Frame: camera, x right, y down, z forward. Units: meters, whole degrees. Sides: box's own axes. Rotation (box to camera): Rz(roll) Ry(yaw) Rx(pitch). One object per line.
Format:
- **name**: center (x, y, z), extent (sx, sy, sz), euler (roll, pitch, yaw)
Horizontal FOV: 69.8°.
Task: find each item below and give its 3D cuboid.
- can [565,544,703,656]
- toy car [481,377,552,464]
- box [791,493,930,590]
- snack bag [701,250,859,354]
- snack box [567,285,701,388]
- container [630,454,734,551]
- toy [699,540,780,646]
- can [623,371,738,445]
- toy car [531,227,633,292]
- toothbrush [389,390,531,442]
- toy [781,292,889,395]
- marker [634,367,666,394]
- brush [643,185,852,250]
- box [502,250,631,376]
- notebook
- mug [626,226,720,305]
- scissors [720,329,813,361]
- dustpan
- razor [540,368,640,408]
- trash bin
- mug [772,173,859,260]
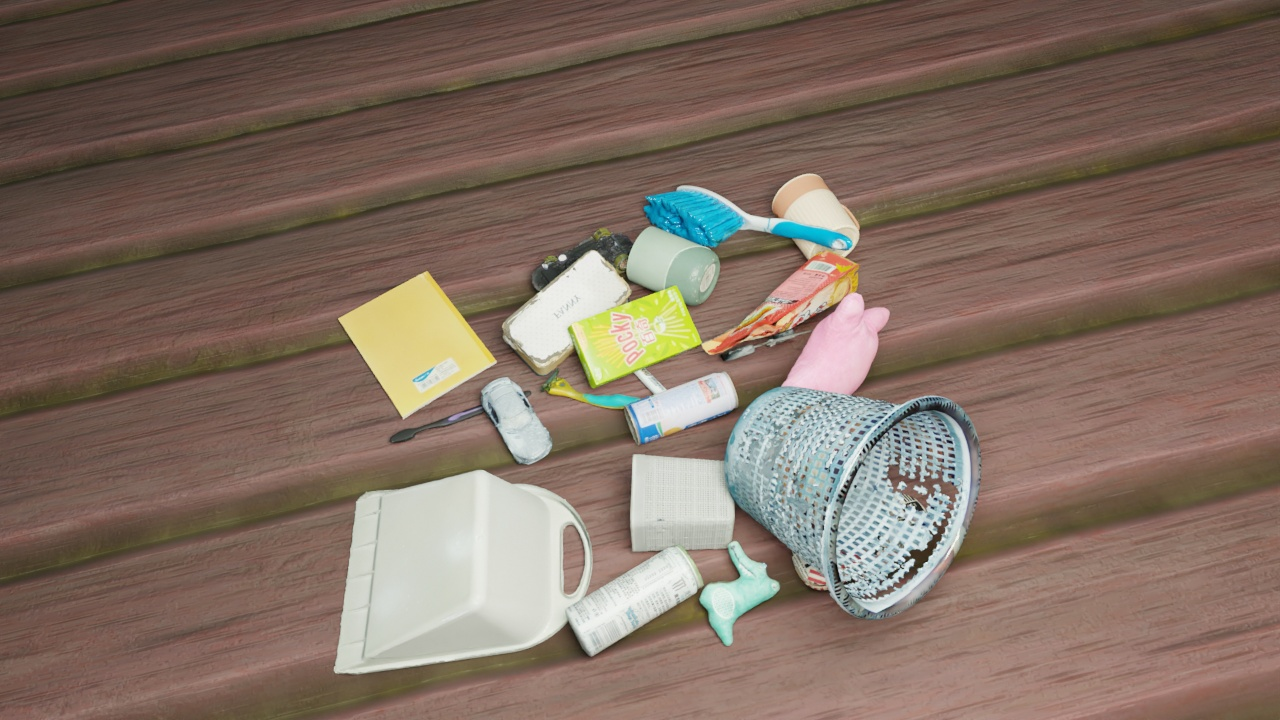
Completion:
- **can**: center (-0.007, 0.260, 0.999), extent (0.146, 0.058, 0.058), euler (-28, 57, -14)
- **toy car**: center (-0.157, 0.075, 1.157), extent (0.054, 0.037, 0.120), euler (-28, 64, -15)
- **box**: center (0.245, 0.199, 1.020), extent (0.164, 0.056, 0.070), euler (-24, 72, -12)
- **snack bag**: center (0.185, -0.069, 1.165), extent (0.207, 0.129, 0.073), euler (-32, 96, -33)
- **snack box**: center (-0.007, -0.031, 1.180), extent (0.156, 0.026, 0.085), euler (-21, 85, -19)
- **container**: center (0.048, 0.164, 1.044), extent (0.114, 0.090, 0.090), euler (1, 55, 3)
- **toy**: center (0.107, 0.250, 1.008), extent (0.091, 0.030, 0.096), euler (-25, 77, -15)
- **can**: center (0.051, 0.058, 1.138), extent (0.134, 0.053, 0.053), euler (-19, 55, -8)
- **toy car**: center (-0.079, -0.133, 1.292), extent (0.158, 0.042, 0.070), euler (-27, 59, -15)
- **toothbrush**: center (-0.230, 0.073, 1.185), extent (0.189, 0.017, 0.014), euler (-19, 67, -11)
- **toy**: center (0.229, 0.013, 1.099), extent (0.074, 0.178, 0.195), euler (37, 100, 29)
- **marker**: center (-0.007, 0.007, 1.203), extent (0.016, 0.017, 0.146), euler (-34, 58, -17)
- **brush**: center (0.138, -0.187, 1.263), extent (0.109, 0.061, 0.315), euler (-30, 40, -25)
- **box**: center (-0.092, -0.067, 1.214), extent (0.184, 0.061, 0.090), euler (-40, 85, -16)
- **notebook**: center (-0.310, -0.028, 1.263), extent (0.145, 0.010, 0.206), euler (-32, 58, -16)
- **mug**: center (0.054, -0.131, 1.262), extent (0.106, 0.082, 0.111), euler (24, 30, 21)
- **scissors**: center (0.159, -0.023, 1.139), extent (0.160, 0.177, 0.014), euler (-21, 90, 32)
- **dustpan**: center (-0.198, 0.242, 1.062), extent (0.258, 0.142, 0.222), euler (-24, 50, 25)
- **razor**: center (-0.061, 0.043, 1.175), extent (0.133, 0.028, 0.043), euler (12, 31, 18)
- **trash bin**: center (0.203, 0.121, 0.950), extent (0.226, 0.227, 0.195), euler (-40, 34, -20)
- **mug**: center (0.257, -0.195, 1.287), extent (0.114, 0.082, 0.105), euler (-2, 50, -33)
